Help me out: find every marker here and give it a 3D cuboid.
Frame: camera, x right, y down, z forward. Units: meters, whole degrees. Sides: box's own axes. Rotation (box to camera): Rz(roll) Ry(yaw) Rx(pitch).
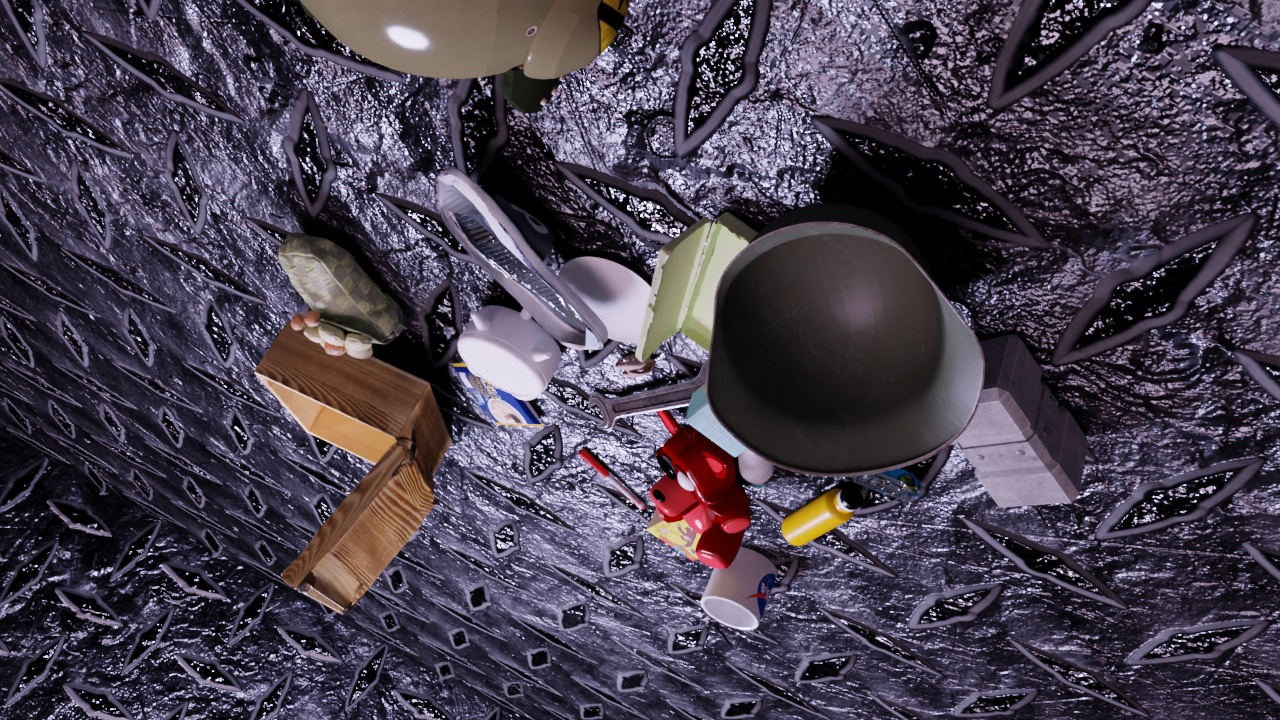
[{"bbox_3d":[-0.041,0.179,1.377,0.142,0.012,0.013,45,143,-22],"label":"marker"}]

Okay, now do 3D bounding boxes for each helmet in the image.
[{"bbox_3d":[0.169,-0.041,0.806,0.227,0.153,0.268,-14,132,21],"label":"helmet"},{"bbox_3d":[-0.111,-0.300,0.568,0.250,0.255,0.233,25,149,3],"label":"helmet"}]

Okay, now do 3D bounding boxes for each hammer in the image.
[{"bbox_3d":[0.272,0.082,0.962,0.319,0.082,0.163,-15,127,46],"label":"hammer"}]

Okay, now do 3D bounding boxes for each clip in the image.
[{"bbox_3d":[-0.005,0.009,1.120,0.061,0.025,0.049,15,145,22],"label":"clip"}]

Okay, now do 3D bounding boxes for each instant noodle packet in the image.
[{"bbox_3d":[-0.202,0.050,1.312,0.087,0.026,0.134,0,137,31],"label":"instant noodle packet"}]

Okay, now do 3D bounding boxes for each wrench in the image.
[{"bbox_3d":[0.025,0.047,1.131,0.274,0.010,0.070,-14,91,47],"label":"wrench"}]

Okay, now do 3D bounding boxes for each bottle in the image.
[{"bbox_3d":[0.234,0.197,1.175,0.043,0.043,0.144,32,146,-5],"label":"bottle"},{"bbox_3d":[0.141,0.112,1.129,0.044,0.044,0.136,14,143,21],"label":"bottle"}]

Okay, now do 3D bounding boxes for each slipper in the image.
[{"bbox_3d":[-0.123,-0.115,1.006,0.111,0.063,0.264,-2,134,53],"label":"slipper"}]

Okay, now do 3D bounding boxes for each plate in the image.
[{"bbox_3d":[-0.032,-0.071,1.045,0.134,0.011,0.135,19,145,14],"label":"plate"}]

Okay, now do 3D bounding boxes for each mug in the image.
[{"bbox_3d":[0.151,0.352,1.394,0.091,0.089,0.121,15,144,20],"label":"mug"}]

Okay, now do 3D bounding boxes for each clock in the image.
[{"bbox_3d":[-0.163,-0.016,1.172,0.125,0.072,0.161,29,153,0],"label":"clock"}]

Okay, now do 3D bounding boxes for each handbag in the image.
[{"bbox_3d":[-0.411,-0.077,1.215,0.113,0.116,0.186,2,140,35],"label":"handbag"}]

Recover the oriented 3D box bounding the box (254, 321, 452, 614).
[{"bbox_3d":[-0.440,0.182,1.348,0.286,0.335,0.280,22,156,5],"label":"box"}]

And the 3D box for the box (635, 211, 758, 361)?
[{"bbox_3d":[0.065,-0.055,0.928,0.082,0.097,0.188,38,151,16],"label":"box"}]

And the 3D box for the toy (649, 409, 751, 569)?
[{"bbox_3d":[0.071,0.157,1.177,0.158,0.120,0.197,44,159,44],"label":"toy"}]

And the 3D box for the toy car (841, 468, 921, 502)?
[{"bbox_3d":[0.277,0.132,1.068,0.105,0.032,0.048,25,146,-4],"label":"toy car"}]

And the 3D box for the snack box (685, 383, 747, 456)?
[{"bbox_3d":[0.132,0.027,0.976,0.075,0.053,0.175,36,126,-16],"label":"snack box"}]

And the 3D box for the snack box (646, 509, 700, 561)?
[{"bbox_3d":[0.079,0.241,1.344,0.088,0.040,0.126,35,146,-9],"label":"snack box"}]
